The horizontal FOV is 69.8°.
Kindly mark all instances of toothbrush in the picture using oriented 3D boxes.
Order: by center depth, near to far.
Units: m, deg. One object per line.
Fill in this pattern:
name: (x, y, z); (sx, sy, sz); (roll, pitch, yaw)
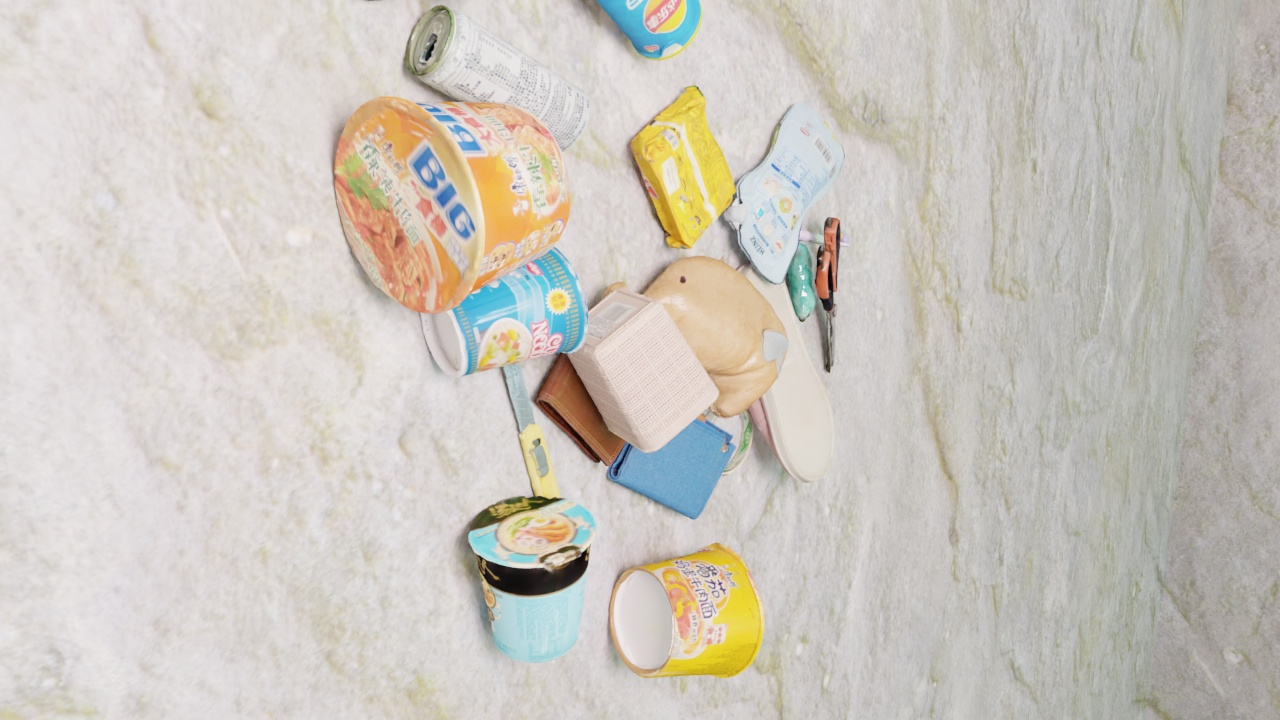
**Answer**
toothbrush: (0.184, -0.149, 1.066); (0.188, 0.029, 0.021); (0, 138, -45)

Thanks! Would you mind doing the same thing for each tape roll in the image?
tape roll: (0.096, 0.089, 1.042); (0.085, 0.014, 0.086); (-14, 110, -43)

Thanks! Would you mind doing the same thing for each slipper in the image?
slipper: (0.156, 0.017, 1.053); (0.113, 0.055, 0.274); (-36, 112, -38)

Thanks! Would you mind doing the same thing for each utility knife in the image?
utility knife: (-0.096, 0.096, 0.850); (0.030, 0.022, 0.219); (-35, 119, -42)

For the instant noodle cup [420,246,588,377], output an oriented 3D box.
instant noodle cup: (-0.115, -0.035, 0.744); (0.109, 0.099, 0.099); (-23, 116, -31)

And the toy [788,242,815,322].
toy: (0.189, -0.089, 1.073); (0.096, 0.030, 0.092); (10, 78, -72)

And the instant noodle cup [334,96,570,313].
instant noodle cup: (-0.130, -0.120, 0.668); (0.111, 0.152, 0.151); (-28, 119, -47)

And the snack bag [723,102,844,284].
snack bag: (0.159, -0.185, 1.007); (0.110, 0.039, 0.190); (51, 61, -35)

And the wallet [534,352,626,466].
wallet: (-0.042, 0.029, 0.875); (0.124, 0.032, 0.101); (50, 62, -41)

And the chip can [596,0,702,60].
chip can: (-0.025, -0.328, 0.739); (0.210, 0.071, 0.071); (28, 80, -57)

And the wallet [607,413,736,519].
wallet: (0.035, 0.099, 0.961); (0.133, 0.040, 0.106); (31, 82, -39)

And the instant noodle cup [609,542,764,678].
instant noodle cup: (0.041, 0.265, 0.953); (0.109, 0.138, 0.138); (5, 96, -38)

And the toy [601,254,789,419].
toy: (0.055, -0.039, 0.916); (0.226, 0.083, 0.143); (31, 73, -30)

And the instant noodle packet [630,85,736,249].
instant noodle packet: (0.042, -0.186, 0.894); (0.110, 0.044, 0.128); (-51, 134, -31)

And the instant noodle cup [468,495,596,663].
instant noodle cup: (-0.094, 0.199, 0.816); (0.111, 0.111, 0.121); (-21, 122, -41)

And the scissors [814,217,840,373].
scissors: (0.224, -0.064, 1.097); (0.192, 0.015, 0.207); (-11, 107, -69)

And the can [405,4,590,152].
can: (-0.108, -0.217, 0.721); (0.146, 0.058, 0.058); (19, 86, -46)

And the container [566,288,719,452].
container: (-0.005, 0.005, 0.814); (0.089, 0.090, 0.111); (-40, 119, -15)
